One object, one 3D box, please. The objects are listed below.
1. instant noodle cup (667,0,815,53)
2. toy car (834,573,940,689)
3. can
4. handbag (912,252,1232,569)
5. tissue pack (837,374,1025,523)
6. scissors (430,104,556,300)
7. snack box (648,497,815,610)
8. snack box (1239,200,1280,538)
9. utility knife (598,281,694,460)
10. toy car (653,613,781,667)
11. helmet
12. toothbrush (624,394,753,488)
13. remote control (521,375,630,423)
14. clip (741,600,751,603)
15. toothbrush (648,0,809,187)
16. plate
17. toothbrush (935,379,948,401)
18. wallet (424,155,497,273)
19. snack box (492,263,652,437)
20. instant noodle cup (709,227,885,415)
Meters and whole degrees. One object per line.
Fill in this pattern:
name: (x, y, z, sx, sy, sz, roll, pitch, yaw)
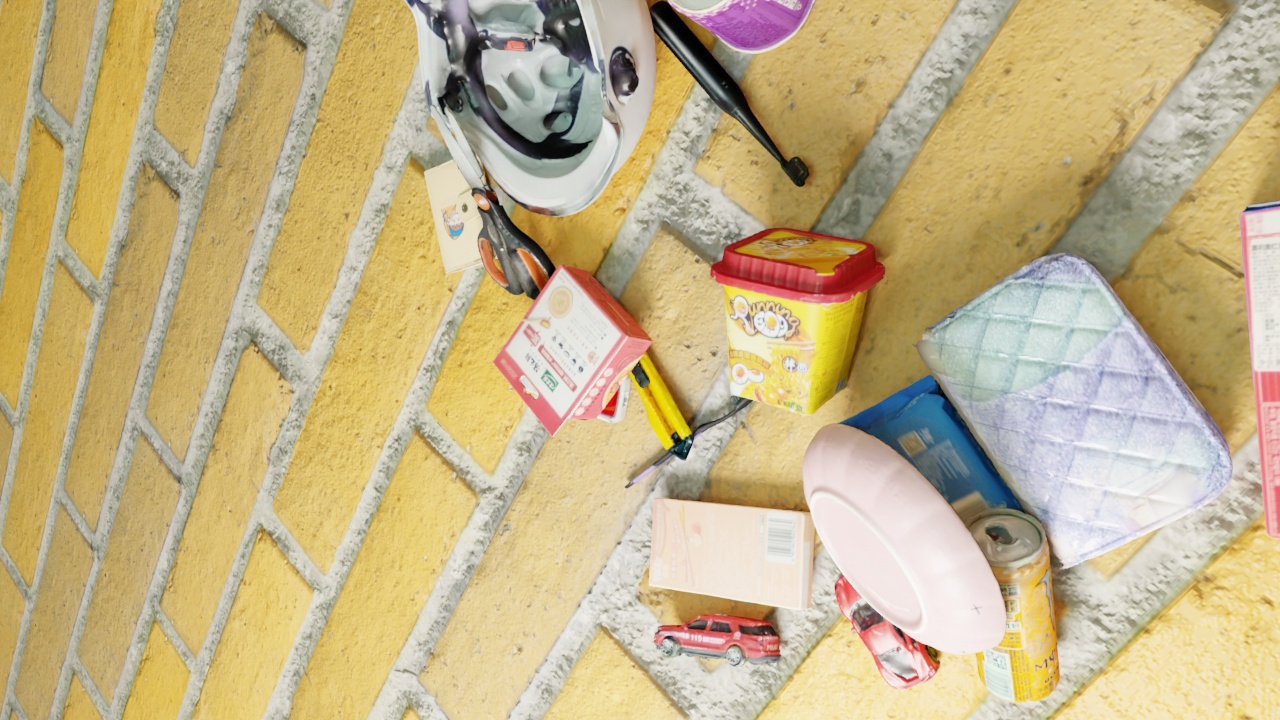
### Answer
instant noodle cup: (0.073, -0.310, 0.731, 0.112, 0.099, 0.111, 6, 100, 36)
toy car: (0.201, 0.221, 0.761, 0.049, 0.031, 0.106, -37, 79, 32)
can: (0.266, 0.178, 0.660, 0.058, 0.058, 0.146, 4, 126, 35)
handbag: (0.298, 0.031, 0.637, 0.134, 0.075, 0.194, -36, 74, 26)
tissue pack: (0.225, 0.095, 0.704, 0.095, 0.052, 0.157, -36, 84, 22)
scissors: (-0.156, -0.144, 0.887, 0.163, 0.021, 0.234, -7, 128, 53)
snack box: (0.080, 0.173, 0.833, 0.158, 0.026, 0.084, 0, 84, 35)
snack box: (0.413, 0.003, 0.566, 0.058, 0.057, 0.207, -4, 95, 38)
utility knife: (-0.005, 0.005, 0.878, 0.033, 0.015, 0.206, -40, 68, 26)
toy car: (0.070, 0.257, 0.849, 0.121, 0.053, 0.045, -6, 72, 29)
helmet: (-0.077, -0.274, 0.808, 0.229, 0.145, 0.259, 3, 126, 42)
toothbrush: (0.044, 0.073, 0.862, 0.190, 0.014, 0.016, -41, 66, 33)
remote control: (-0.070, 0.020, 0.930, 0.136, 0.020, 0.056, 19, 108, 31)
clip: (0.083, 0.209, 0.856, 0.056, 0.014, 0.040, 15, 106, 32)
toothbrush: (0.075, -0.229, 0.786, 0.212, 0.026, 0.027, 53, 143, 16)
plate: (0.177, 0.136, 0.666, 0.192, 0.039, 0.193, 52, 165, 20)
toothbrush: (0.215, 0.088, 0.744, 0.016, 0.018, 0.181, 32, 113, 35)
wallet: (-0.191, -0.158, 0.986, 0.087, 0.024, 0.115, -12, 89, 35)
snack box: (-0.067, -0.008, 0.885, 0.113, 0.044, 0.127, 48, 112, 28)
instant noodle cup: (0.123, -0.032, 0.738, 0.116, 0.115, 0.124, 16, 118, 32)
